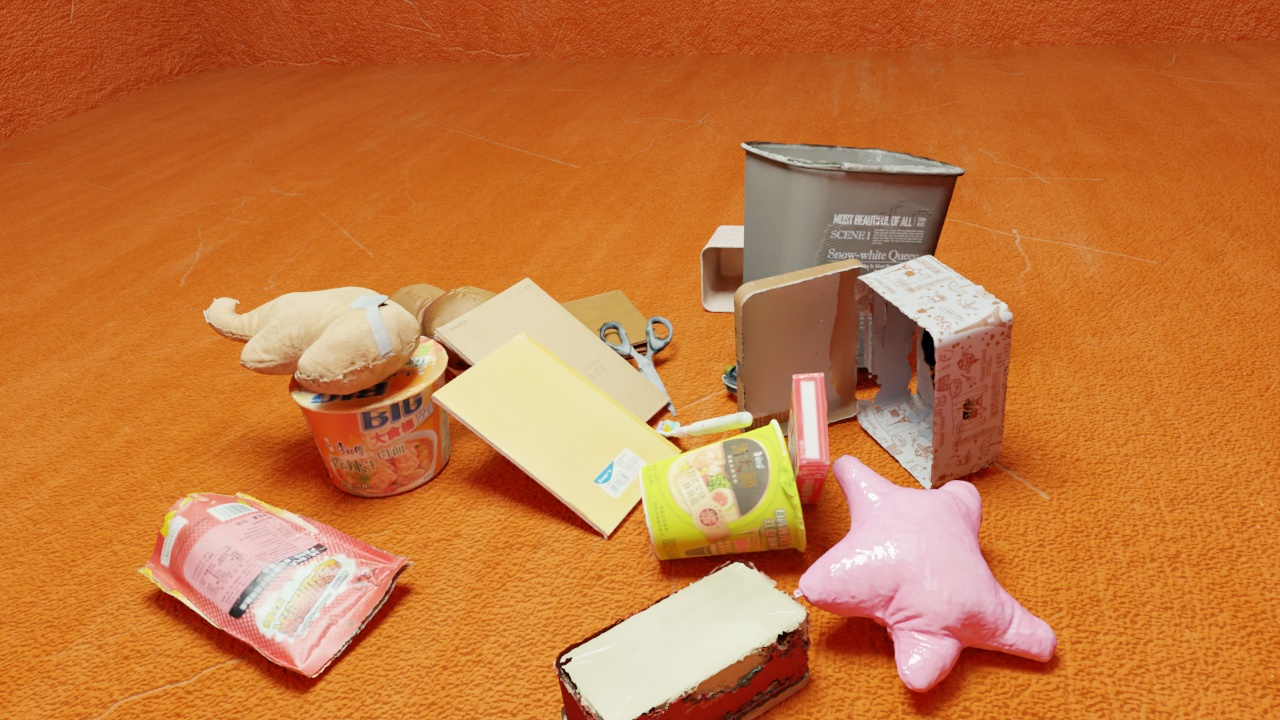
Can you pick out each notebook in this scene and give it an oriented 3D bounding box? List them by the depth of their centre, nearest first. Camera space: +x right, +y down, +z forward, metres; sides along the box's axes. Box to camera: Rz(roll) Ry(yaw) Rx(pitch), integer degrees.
[{"bbox_3d":[-0.075,0.062,0.871,0.206,0.010,0.145,36,40,10],"label":"notebook"},{"bbox_3d":[-0.086,0.007,0.946,0.211,0.012,0.149,40,42,10],"label":"notebook"}]

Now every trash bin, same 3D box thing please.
[{"bbox_3d":[0.210,-0.118,0.997,0.199,0.220,0.198,0,19,-14],"label":"trash bin"}]

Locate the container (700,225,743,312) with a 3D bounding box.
[{"bbox_3d":[0.133,-0.124,1.208,0.090,0.090,0.110,2,26,13],"label":"container"}]

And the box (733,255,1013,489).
[{"bbox_3d":[0.209,0.019,0.835,0.205,0.181,0.158,-14,35,-10],"label":"box"}]

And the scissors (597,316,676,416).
[{"bbox_3d":[0.007,0.001,1.038,0.163,0.014,0.165,25,46,29],"label":"scissors"}]

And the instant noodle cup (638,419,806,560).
[{"bbox_3d":[0.065,0.117,0.764,0.123,0.112,0.111,-12,29,2],"label":"instant noodle cup"}]

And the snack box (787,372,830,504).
[{"bbox_3d":[0.139,0.070,0.769,0.025,0.153,0.075,-2,70,6],"label":"snack box"}]

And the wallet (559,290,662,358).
[{"bbox_3d":[-0.045,-0.040,1.133,0.107,0.031,0.131,-15,34,-18],"label":"wallet"}]

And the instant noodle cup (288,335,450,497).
[{"bbox_3d":[-0.256,0.055,0.905,0.151,0.111,0.151,-4,29,2],"label":"instant noodle cup"}]

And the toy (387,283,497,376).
[{"bbox_3d":[-0.220,-0.030,1.059,0.200,0.130,0.139,-6,22,46],"label":"toy"}]

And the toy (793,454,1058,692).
[{"bbox_3d":[0.194,0.149,0.682,0.178,0.075,0.194,-5,49,-14],"label":"toy"}]

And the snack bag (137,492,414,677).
[{"bbox_3d":[-0.304,0.174,0.754,0.208,0.073,0.128,17,39,25],"label":"snack bag"}]

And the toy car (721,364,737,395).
[{"bbox_3d":[0.129,0.016,1.002,0.090,0.035,0.042,-24,33,-34],"label":"toy car"}]

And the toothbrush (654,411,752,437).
[{"bbox_3d":[0.057,0.060,0.851,0.029,0.020,0.190,-20,0,-21],"label":"toothbrush"}]

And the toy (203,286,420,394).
[{"bbox_3d":[-0.308,-0.028,0.865,0.226,0.082,0.143,13,25,33],"label":"toy"}]

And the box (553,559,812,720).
[{"bbox_3d":[0.032,0.205,0.625,0.168,0.077,0.091,-21,32,-27],"label":"box"}]
